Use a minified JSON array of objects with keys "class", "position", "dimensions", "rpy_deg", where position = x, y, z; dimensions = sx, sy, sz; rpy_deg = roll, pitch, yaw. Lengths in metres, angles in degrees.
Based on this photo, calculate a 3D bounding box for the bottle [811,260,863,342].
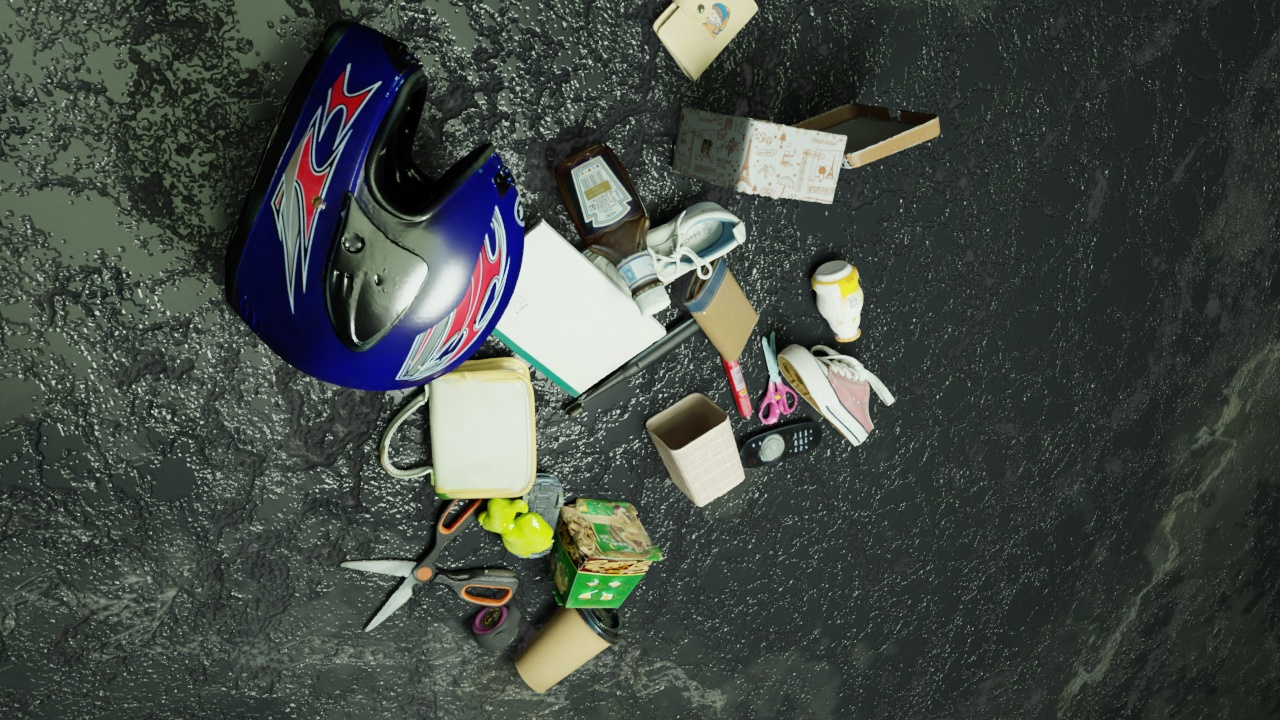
[{"class":"bottle","position":[0.270,-0.078,1.242],"dimensions":[0.063,0.063,0.108],"rpy_deg":[-28,119,-15]}]

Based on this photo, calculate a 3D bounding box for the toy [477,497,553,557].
[{"class":"toy","position":[-0.149,0.204,1.119],"dimensions":[0.100,0.031,0.097],"rpy_deg":[24,129,-15]}]

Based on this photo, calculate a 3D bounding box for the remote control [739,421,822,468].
[{"class":"remote control","position":[0.197,0.118,1.306],"dimensions":[0.136,0.024,0.053],"rpy_deg":[-13,116,-21]}]

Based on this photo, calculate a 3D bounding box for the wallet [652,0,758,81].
[{"class":"wallet","position":[0.073,-0.392,1.045],"dimensions":[0.115,0.024,0.087],"rpy_deg":[-48,121,-1]}]

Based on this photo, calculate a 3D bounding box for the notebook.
[{"class":"notebook","position":[-0.093,-0.052,1.063],"dimensions":[0.151,0.012,0.209],"rpy_deg":[-36,124,22]}]

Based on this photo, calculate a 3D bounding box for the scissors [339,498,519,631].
[{"class":"scissors","position":[-0.249,0.252,1.137],"dimensions":[0.221,0.022,0.234],"rpy_deg":[32,94,-28]}]

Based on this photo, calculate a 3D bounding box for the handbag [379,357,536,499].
[{"class":"handbag","position":[-0.214,0.080,1.071],"dimensions":[0.178,0.063,0.163],"rpy_deg":[-2,111,-10]}]

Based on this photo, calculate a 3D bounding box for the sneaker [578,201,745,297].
[{"class":"sneaker","position":[0.017,-0.113,1.085],"dimensions":[0.242,0.091,0.089],"rpy_deg":[-27,118,-14]}]

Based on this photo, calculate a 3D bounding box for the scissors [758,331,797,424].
[{"class":"scissors","position":[0.192,0.020,1.272],"dimensions":[0.073,0.017,0.137],"rpy_deg":[-14,110,-27]}]

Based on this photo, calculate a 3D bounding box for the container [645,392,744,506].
[{"class":"container","position":[0.076,0.120,1.209],"dimensions":[0.090,0.090,0.111],"rpy_deg":[-31,122,-14]}]

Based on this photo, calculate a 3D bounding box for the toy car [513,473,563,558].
[{"class":"toy car","position":[-0.133,0.198,1.163],"dimensions":[0.054,0.036,0.121],"rpy_deg":[3,117,-20]}]

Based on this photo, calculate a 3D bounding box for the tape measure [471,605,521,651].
[{"class":"tape measure","position":[-0.186,0.345,1.181],"dimensions":[0.058,0.056,0.039],"rpy_deg":[-10,125,22]}]

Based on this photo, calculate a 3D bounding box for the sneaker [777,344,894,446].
[{"class":"sneaker","position":[0.270,0.033,1.261],"dimensions":[0.088,0.118,0.241],"rpy_deg":[-46,134,3]}]

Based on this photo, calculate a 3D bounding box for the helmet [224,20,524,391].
[{"class":"helmet","position":[-0.226,-0.122,0.862],"dimensions":[0.240,0.247,0.316],"rpy_deg":[23,104,-13]}]

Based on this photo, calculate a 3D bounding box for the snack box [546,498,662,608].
[{"class":"snack box","position":[-0.056,0.256,1.189],"dimensions":[0.117,0.118,0.106],"rpy_deg":[8,117,-29]}]

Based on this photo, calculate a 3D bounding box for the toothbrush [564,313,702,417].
[{"class":"toothbrush","position":[-0.007,0.007,1.157],"dimensions":[0.212,0.027,0.026],"rpy_deg":[-36,127,-11]}]

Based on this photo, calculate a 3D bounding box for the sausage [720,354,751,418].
[{"class":"sausage","position":[0.125,0.016,1.233],"dimensions":[0.020,0.020,0.156],"rpy_deg":[-28,119,-15]}]

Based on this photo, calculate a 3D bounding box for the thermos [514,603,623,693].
[{"class":"thermos","position":[-0.096,0.373,1.224],"dimensions":[0.143,0.093,0.093],"rpy_deg":[-43,122,4]}]

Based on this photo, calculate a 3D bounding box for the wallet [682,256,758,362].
[{"class":"wallet","position":[0.103,-0.067,1.167],"dimensions":[0.115,0.033,0.090],"rpy_deg":[50,54,-32]}]

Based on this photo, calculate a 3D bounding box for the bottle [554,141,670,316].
[{"class":"bottle","position":[-0.025,-0.142,1.015],"dimensions":[0.080,0.044,0.195],"rpy_deg":[-27,83,5]}]

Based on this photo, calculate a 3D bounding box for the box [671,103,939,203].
[{"class":"box","position":[0.192,-0.251,1.067],"dimensions":[0.259,0.179,0.110],"rpy_deg":[-1,109,-26]}]
